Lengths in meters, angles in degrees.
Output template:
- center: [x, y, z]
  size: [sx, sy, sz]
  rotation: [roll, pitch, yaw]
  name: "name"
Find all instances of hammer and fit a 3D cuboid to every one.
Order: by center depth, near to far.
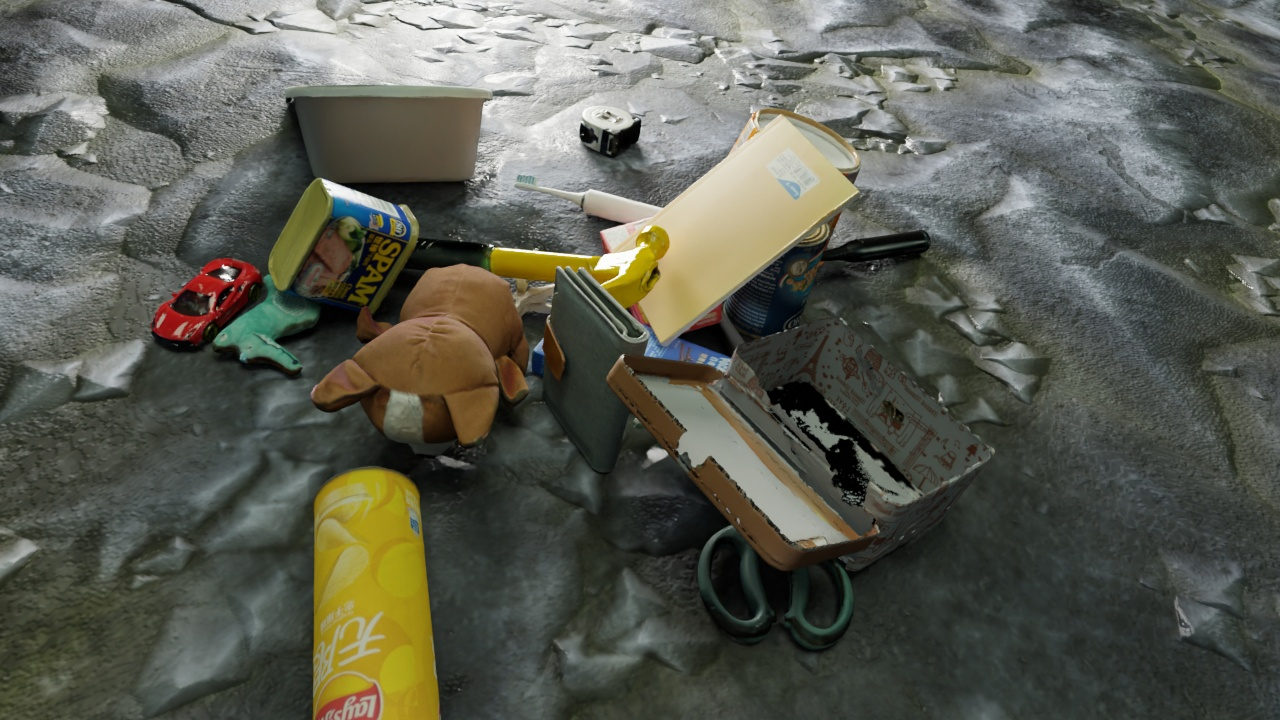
- center: [-0.130, -0.087, 0.811]
  size: [0.301, 0.033, 0.128]
  rotation: [7, 38, 17]
  name: "hammer"

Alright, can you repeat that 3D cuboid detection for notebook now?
- center: [0.075, -0.119, 0.813]
  size: [0.206, 0.010, 0.145]
  rotation: [-38, 45, 10]
  name: "notebook"

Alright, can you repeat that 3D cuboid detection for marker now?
- center: [0.075, -0.030, 0.848]
  size: [0.022, 0.020, 0.132]
  rotation: [0, 40, -28]
  name: "marker"

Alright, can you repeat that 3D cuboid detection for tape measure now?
- center: [-0.040, -0.277, 1.099]
  size: [0.066, 0.034, 0.065]
  rotation: [26, 41, 16]
  name: "tape measure"

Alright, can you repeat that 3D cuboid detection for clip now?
- center: [-0.091, -0.057, 0.834]
  size: [0.096, 0.035, 0.101]
  rotation: [10, 45, 2]
  name: "clip"

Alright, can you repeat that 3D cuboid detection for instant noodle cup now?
- center: [0.148, -0.181, 0.946]
  size: [0.151, 0.112, 0.151]
  rotation: [16, 36, -12]
  name: "instant noodle cup"

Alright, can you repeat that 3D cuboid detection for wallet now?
- center: [-0.044, 0.006, 0.697]
  size: [0.036, 0.130, 0.106]
  rotation: [-17, 47, -33]
  name: "wallet"

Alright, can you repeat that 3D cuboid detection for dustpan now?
- center: [-0.266, -0.284, 0.978]
  size: [0.222, 0.143, 0.257]
  rotation: [-4, 44, -17]
  name: "dustpan"

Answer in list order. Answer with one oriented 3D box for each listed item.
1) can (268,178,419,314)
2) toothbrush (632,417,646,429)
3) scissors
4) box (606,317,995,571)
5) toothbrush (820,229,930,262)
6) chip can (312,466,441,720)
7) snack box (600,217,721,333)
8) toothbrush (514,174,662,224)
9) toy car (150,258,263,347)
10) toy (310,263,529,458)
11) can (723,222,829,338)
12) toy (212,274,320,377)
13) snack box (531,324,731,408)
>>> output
- center: [-0.249, -0.094, 0.769]
  size: [0.083, 0.102, 0.057]
  rotation: [15, 29, -46]
  name: "can"
- center: [0.067, 0.019, 0.753]
  size: [0.187, 0.016, 0.017]
  rotation: [-21, 45, -32]
  name: "toothbrush"
- center: [0.115, 0.135, 0.668]
  size: [0.129, 0.019, 0.184]
  rotation: [19, 43, 9]
  name: "scissors"
- center: [0.108, 0.061, 0.654]
  size: [0.260, 0.103, 0.178]
  rotation: [-16, 51, -40]
  name: "box"
- center: [0.225, -0.115, 0.950]
  size: [0.212, 0.027, 0.026]
  rotation: [-11, 35, -35]
  name: "toothbrush"
- center: [-0.156, 0.164, 0.538]
  size: [0.072, 0.072, 0.213]
  rotation: [-4, 41, -16]
  name: "chip can"
- center: [0.017, -0.082, 0.878]
  size: [0.075, 0.025, 0.152]
  rotation: [-17, 45, -8]
  name: "snack box"
- center: [-0.029, -0.162, 0.974]
  size: [0.221, 0.027, 0.026]
  rotation: [16, 76, 7]
  name: "toothbrush"
- center: [-0.364, -0.050, 0.771]
  size: [0.049, 0.031, 0.106]
  rotation: [16, 43, 8]
  name: "toy car"
- center: [-0.153, 0.007, 0.687]
  size: [0.140, 0.131, 0.199]
  rotation: [6, 19, -2]
  name: "toy"
- center: [0.125, -0.084, 0.851]
  size: [0.075, 0.111, 0.075]
  rotation: [6, 41, -5]
  name: "can"
- center: [-0.303, -0.025, 0.758]
  size: [0.096, 0.030, 0.091]
  rotation: [32, 49, 13]
  name: "toy"
- center: [-0.005, 0.005, 0.785]
  size: [0.157, 0.026, 0.084]
  rotation: [21, 42, 12]
  name: "snack box"
